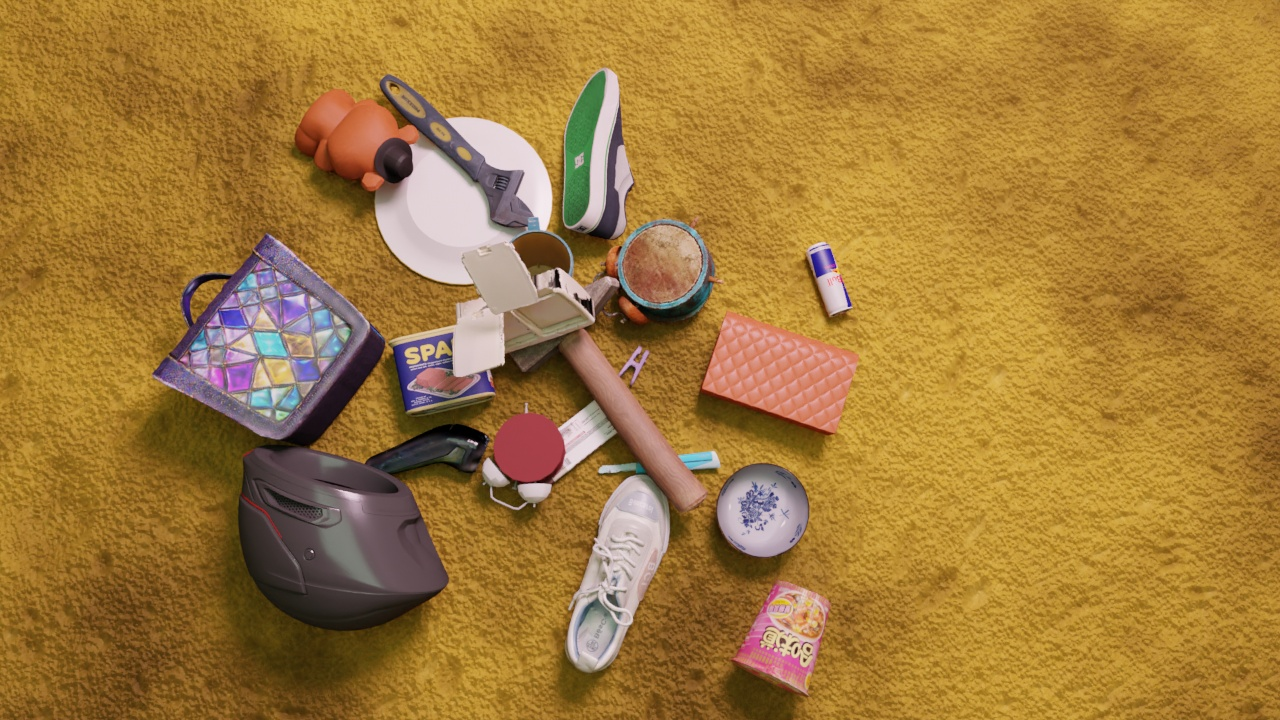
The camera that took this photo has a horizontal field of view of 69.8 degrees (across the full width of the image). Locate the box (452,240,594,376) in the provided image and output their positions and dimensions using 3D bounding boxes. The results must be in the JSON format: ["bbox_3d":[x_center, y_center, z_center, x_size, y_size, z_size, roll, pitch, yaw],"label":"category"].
[{"bbox_3d":[-0.148,-0.039,1.010,0.144,0.193,0.106,-19,60,20],"label":"box"}]

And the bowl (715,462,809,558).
[{"bbox_3d":[0.146,0.184,1.124,0.114,0.045,0.114,1,80,-4],"label":"bowl"}]

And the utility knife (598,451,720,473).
[{"bbox_3d":[0.023,0.132,1.142,0.151,0.015,0.022,-7,81,-2],"label":"utility knife"}]

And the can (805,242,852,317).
[{"bbox_3d":[0.244,-0.105,1.189,0.032,0.032,0.095,-17,81,-7],"label":"can"}]

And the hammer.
[{"bbox_3d":[-0.017,0.052,1.108,0.158,0.037,0.300,-38,81,13],"label":"hammer"}]

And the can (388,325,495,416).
[{"bbox_3d":[-0.241,0.012,1.127,0.116,0.056,0.092,-13,82,-6],"label":"can"}]

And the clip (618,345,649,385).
[{"bbox_3d":[-0.009,0.005,1.164,0.035,0.013,0.051,28,77,1],"label":"clip"}]

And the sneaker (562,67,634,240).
[{"bbox_3d":[-0.045,-0.264,1.188,0.079,0.084,0.235,18,67,-36],"label":"sneaker"}]

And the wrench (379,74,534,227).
[{"bbox_3d":[-0.232,-0.268,1.172,0.273,0.022,0.073,43,87,4],"label":"wrench"}]

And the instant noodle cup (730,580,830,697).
[{"bbox_3d":[0.172,0.324,1.081,0.098,0.098,0.108,26,71,1],"label":"instant noodle cup"}]

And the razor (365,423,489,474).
[{"bbox_3d":[-0.257,0.118,1.113,0.151,0.054,0.067,-17,98,-1],"label":"razor"}]

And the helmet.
[{"bbox_3d":[-0.341,0.211,1.029,0.265,0.164,0.170,17,94,9],"label":"helmet"}]

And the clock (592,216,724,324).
[{"bbox_3d":[0.017,-0.105,1.157,0.158,0.073,0.121,-22,76,9],"label":"clock"}]

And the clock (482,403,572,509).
[{"bbox_3d":[-0.138,0.117,1.106,0.087,0.044,0.124,23,78,6],"label":"clock"}]

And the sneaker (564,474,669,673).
[{"bbox_3d":[-0.024,0.250,1.079,0.089,0.091,0.242,20,78,1],"label":"sneaker"}]

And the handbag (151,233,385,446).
[{"bbox_3d":[-0.443,-0.023,1.086,0.222,0.125,0.204,35,80,1],"label":"handbag"}]

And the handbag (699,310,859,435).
[{"bbox_3d":[0.173,0.015,1.148,0.172,0.060,0.108,19,84,3],"label":"handbag"}]

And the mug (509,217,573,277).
[{"bbox_3d":[-0.126,-0.119,1.133,0.084,0.104,0.112,-6,78,-5],"label":"mug"}]

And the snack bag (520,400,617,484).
[{"bbox_3d":[-0.087,0.103,1.140,0.157,0.013,0.057,-39,81,-8],"label":"snack bag"}]

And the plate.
[{"bbox_3d":[-0.229,-0.211,1.186,0.230,0.021,0.229,1,80,-3],"label":"plate"}]

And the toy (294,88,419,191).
[{"bbox_3d":[-0.356,-0.278,1.153,0.176,0.096,0.112,31,77,33],"label":"toy"}]
